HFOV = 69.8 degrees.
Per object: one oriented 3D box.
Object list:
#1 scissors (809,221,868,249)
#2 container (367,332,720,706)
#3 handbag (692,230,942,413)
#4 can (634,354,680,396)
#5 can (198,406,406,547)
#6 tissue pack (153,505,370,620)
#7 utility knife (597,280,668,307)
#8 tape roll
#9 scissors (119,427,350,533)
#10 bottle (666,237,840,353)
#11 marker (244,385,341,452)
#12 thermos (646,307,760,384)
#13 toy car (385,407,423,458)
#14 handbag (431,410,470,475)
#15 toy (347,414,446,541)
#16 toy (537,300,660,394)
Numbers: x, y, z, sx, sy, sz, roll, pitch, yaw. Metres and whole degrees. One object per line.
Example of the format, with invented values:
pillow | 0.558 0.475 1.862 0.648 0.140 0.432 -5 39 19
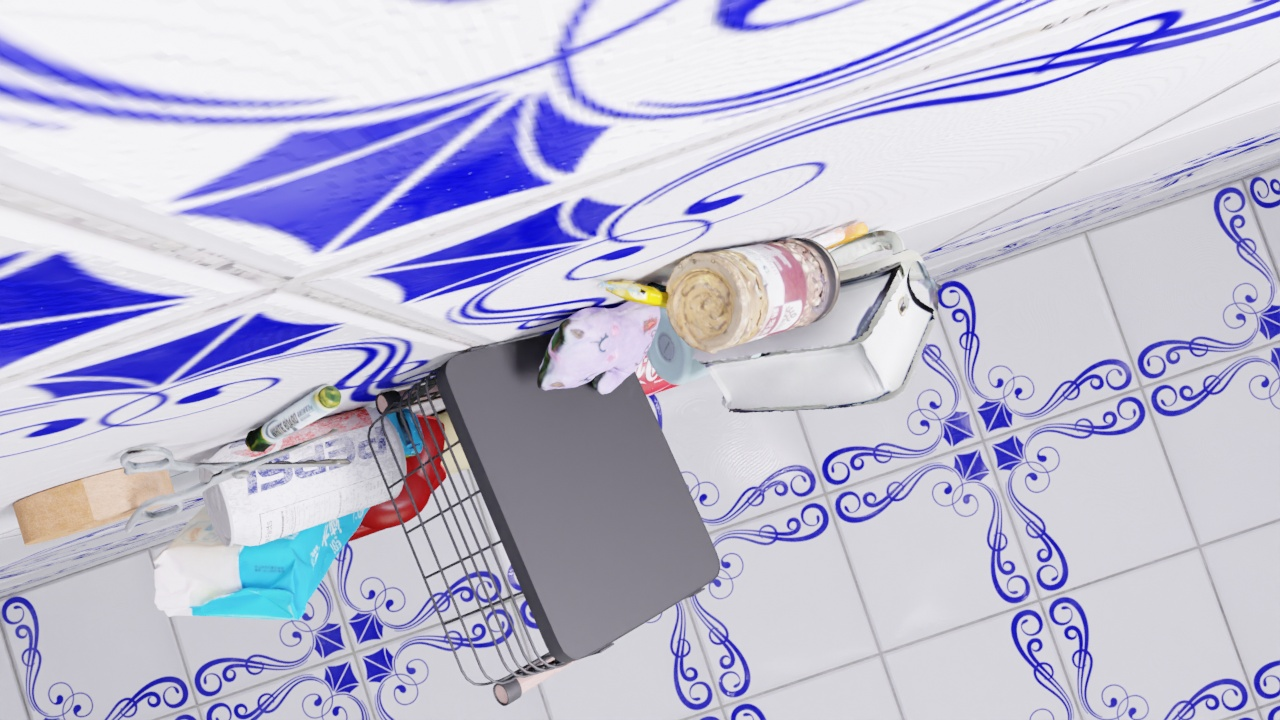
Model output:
scissors | 0.091 -0.067 0.630 0.132 0.012 0.073 -20 179 38
container | -0.073 0.102 0.660 0.162 0.241 0.131 -16 168 -47
handbag | 0.133 -0.047 0.656 0.152 0.074 0.175 -6 -144 46
can | -0.005 0.005 0.887 0.104 0.064 0.064 -18 177 -14
can | -0.257 0.088 0.705 0.135 0.078 0.078 -17 177 -37
tissue pack | -0.306 0.138 0.773 0.117 0.066 0.209 -1 -156 3
utility knife | 0.008 -0.038 0.551 0.030 0.017 0.175 10 -174 14
tape roll | -0.373 0.098 0.631 0.094 0.027 0.094 -19 177 -1
scissors | -0.271 0.076 0.591 0.172 0.014 0.141 -31 153 26
bottle | 0.068 -0.041 0.543 0.056 0.056 0.105 -21 176 43
marker | -0.223 0.038 0.584 0.017 0.017 0.147 -16 176 -41
thermos | 0.105 -0.037 0.778 0.206 0.065 0.078 -17 -149 -29
toy car | -0.219 0.066 0.833 0.032 0.048 0.105 -18 177 3
handbag | -0.212 0.091 1.118 0.119 0.081 0.111 -18 171 29
toy | -0.302 0.139 1.018 0.158 0.120 0.198 -20 169 -33
toy | -0.026 -0.006 0.613 0.099 0.036 0.080 -20 143 -48
